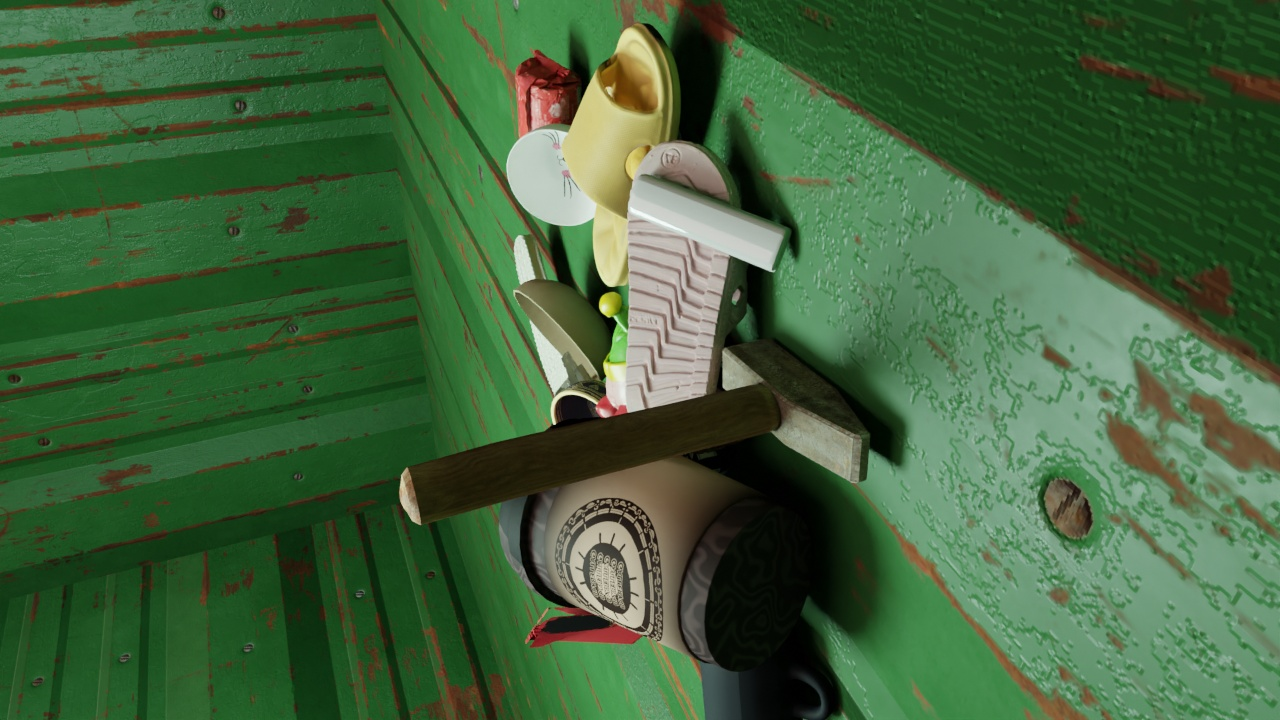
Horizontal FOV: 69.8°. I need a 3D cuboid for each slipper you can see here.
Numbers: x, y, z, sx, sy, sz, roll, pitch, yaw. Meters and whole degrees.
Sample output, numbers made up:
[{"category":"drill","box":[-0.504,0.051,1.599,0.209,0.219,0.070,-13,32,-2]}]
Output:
[{"category":"slipper","box":[-0.110,-0.049,1.232,0.263,0.052,0.115,71,158,9]},{"category":"slipper","box":[-0.028,-0.168,0.796,0.264,0.078,0.099,100,154,-49]},{"category":"slipper","box":[0.040,-0.053,0.739,0.094,0.064,0.239,11,104,28]}]

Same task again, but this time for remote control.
[{"category":"remote control","box":[0.048,-0.103,0.679,0.131,0.012,0.033,26,107,25]}]

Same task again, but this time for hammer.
[{"category":"hammer","box":[-0.007,0.057,0.607,0.158,0.300,0.037,-133,36,-57]}]

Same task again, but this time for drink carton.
[{"category":"drink carton","box":[0.050,0.100,0.878,0.130,0.040,0.064,104,148,-52]}]

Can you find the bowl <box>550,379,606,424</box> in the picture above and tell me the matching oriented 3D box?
[{"category":"bowl","box":[-0.042,0.066,1.072,0.112,0.061,0.113,24,136,26]}]

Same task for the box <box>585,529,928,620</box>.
[{"category":"box","box":[0.108,0.197,1.062,0.217,0.351,0.197,113,145,-62]}]

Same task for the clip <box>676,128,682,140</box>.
[{"category":"clip","box":[0.022,-0.150,0.825,0.112,0.028,0.162,104,150,-53]}]

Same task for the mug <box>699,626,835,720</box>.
[{"category":"mug","box":[0.107,0.266,0.771,0.122,0.085,0.094,9,113,40]}]

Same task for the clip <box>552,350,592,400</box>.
[{"category":"clip","box":[-0.074,0.039,1.108,0.102,0.056,0.056,59,-139,-50]}]

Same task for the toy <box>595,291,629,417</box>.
[{"category":"toy","box":[-0.005,0.005,0.916,0.124,0.096,0.131,26,102,64]}]

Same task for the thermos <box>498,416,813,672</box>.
[{"category":"thermos","box":[0.013,0.151,0.763,0.226,0.172,0.173,15,118,45]}]

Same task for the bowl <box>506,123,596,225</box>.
[{"category":"bowl","box":[-0.082,-0.208,0.994,0.050,0.115,0.115,-69,-13,-48]}]

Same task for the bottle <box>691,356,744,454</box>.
[{"category":"bottle","box":[0.045,-0.005,0.797,0.060,0.059,0.166,125,131,-65]}]

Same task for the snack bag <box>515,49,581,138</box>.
[{"category":"snack bag","box":[-0.104,-0.255,1.044,0.082,0.082,0.177,-122,27,-46]}]

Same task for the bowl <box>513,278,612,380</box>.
[{"category":"bowl","box":[-0.082,-0.044,1.101,0.152,0.050,0.152,44,169,11]}]

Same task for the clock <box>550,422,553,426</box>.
[{"category":"clock","box":[-0.089,0.139,1.184,0.158,0.072,0.120,94,-173,-74]}]

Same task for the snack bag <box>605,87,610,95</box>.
[{"category":"snack bag","box":[-0.025,-0.243,0.912,0.099,0.020,0.026,97,152,-45]}]
